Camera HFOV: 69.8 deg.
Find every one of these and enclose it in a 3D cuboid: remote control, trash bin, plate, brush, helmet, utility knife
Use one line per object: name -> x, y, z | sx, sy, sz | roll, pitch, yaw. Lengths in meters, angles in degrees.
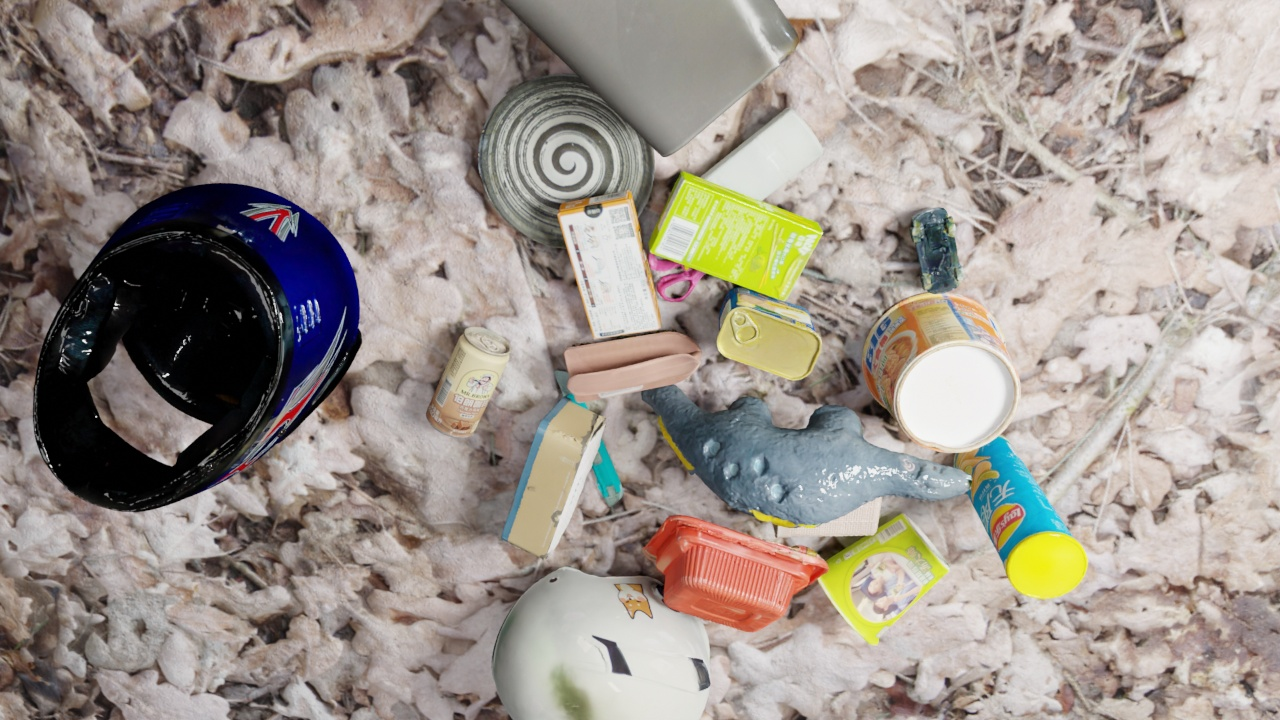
remote control -> 0.108, -0.186, 0.920 | 0.150, 0.021, 0.058 | -36, 114, 18
trash bin -> 0.007, -0.320, 0.796 | 0.199, 0.198, 0.220 | -37, 112, 19
plate -> -0.074, -0.200, 0.926 | 0.179, 0.024, 0.180 | 2, 118, 4
brush -> -0.006, 0.006, 0.982 | 0.146, 0.073, 0.063 | -9, 110, 7
helmet -> -0.032, 0.371, 1.057 | 0.274, 0.157, 0.230 | 24, 95, -13
helmet -> -0.421, -0.022, 0.910 | 0.247, 0.240, 0.316 | 36, 100, -9
utility knife -> -0.059, 0.090, 1.052 | 0.029, 0.013, 0.182 | -18, 108, 12

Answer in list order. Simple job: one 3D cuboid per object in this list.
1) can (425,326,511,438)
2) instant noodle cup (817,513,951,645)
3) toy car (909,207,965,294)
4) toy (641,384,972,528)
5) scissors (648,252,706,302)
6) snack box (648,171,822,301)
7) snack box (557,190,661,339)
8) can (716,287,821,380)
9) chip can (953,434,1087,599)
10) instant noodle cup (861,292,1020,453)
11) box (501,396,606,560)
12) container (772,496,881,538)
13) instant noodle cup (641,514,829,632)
can -> -0.190, 0.025, 1.012 | 0.058, 0.058, 0.116 | 26, 111, -6
instant noodle cup -> 0.278, 0.241, 1.039 | 0.123, 0.111, 0.111 | -40, 104, 10
toy car -> 0.299, -0.111, 0.929 | 0.043, 0.034, 0.090 | -17, 111, 8
toy -> 0.144, 0.100, 0.924 | 0.357, 0.137, 0.091 | 13, 132, 21
scissors -> 0.078, -0.096, 0.966 | 0.137, 0.017, 0.074 | -6, 111, 3
snack box -> 0.096, -0.124, 0.928 | 0.156, 0.026, 0.086 | 18, 119, -14
snack box -> -0.030, -0.095, 0.951 | 0.075, 0.026, 0.154 | -9, 122, 10
can -> 0.131, -0.031, 0.949 | 0.102, 0.083, 0.057 | 19, 112, -3
chip can -> 0.378, 0.151, 0.933 | 0.071, 0.209, 0.071 | 1, 112, 4
instant noodle cup -> 0.311, 0.017, 0.938 | 0.151, 0.111, 0.151 | 2, 112, 4
box -> -0.094, 0.127, 1.021 | 0.061, 0.089, 0.185 | 22, 114, 8
container -> 0.203, 0.140, 1.011 | 0.111, 0.089, 0.090 | 1, 112, 0
instant noodle cup -> 0.096, 0.243, 1.028 | 0.189, 0.079, 0.165 | 19, 151, -2
